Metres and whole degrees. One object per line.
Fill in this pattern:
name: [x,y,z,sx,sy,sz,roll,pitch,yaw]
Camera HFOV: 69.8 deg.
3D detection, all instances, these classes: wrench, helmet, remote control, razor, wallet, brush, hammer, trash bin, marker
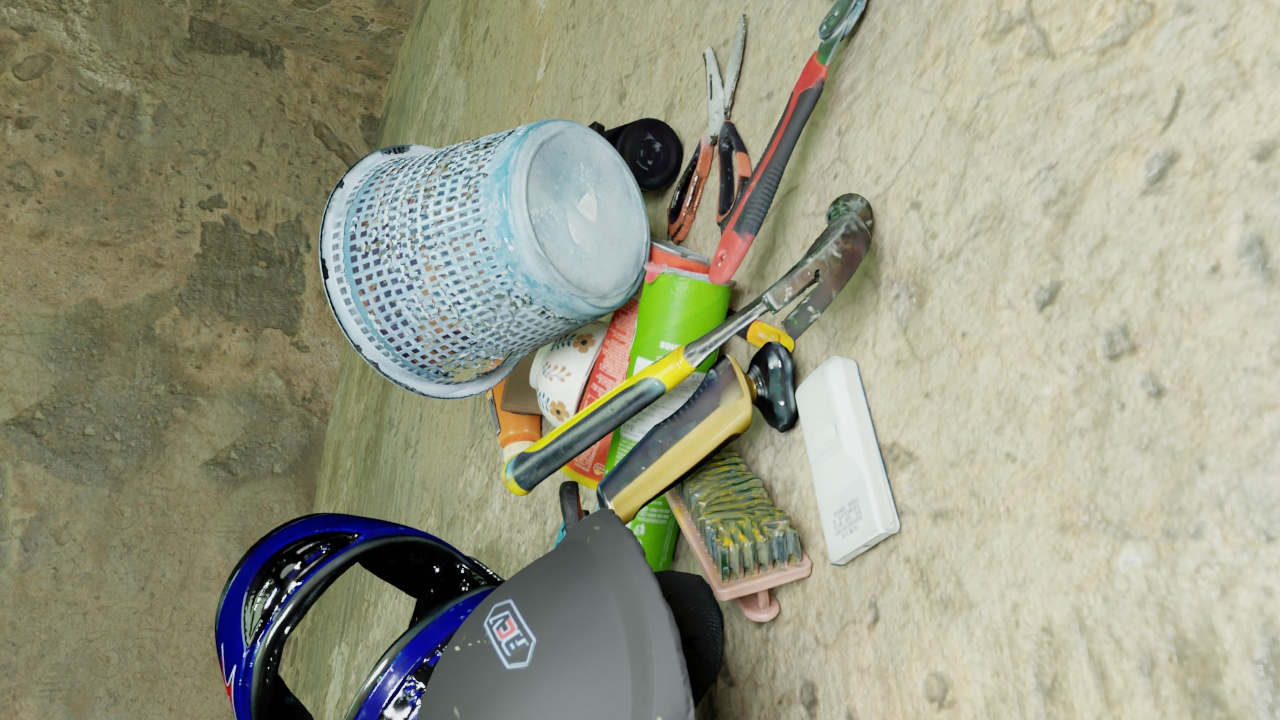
wrench: [0.107,-0.175,0.644,0.056,0.016,0.273,3,67,63]
helmet: [-0.018,0.227,0.517,0.233,0.230,0.275,40,152,63]
remote control: [0.120,0.057,0.553,0.049,0.024,0.124,-51,36,44]
razor: [0.039,0.052,0.603,0.067,0.167,0.062,49,161,9]
wallet: [-0.099,0.013,0.996,0.125,0.032,0.101,2,77,44]
brush: [0.057,0.108,0.624,0.145,0.063,0.073,-125,23,-60]
hammer: [0.017,0.008,0.616,0.324,0.032,0.125,-36,10,30]
helmet: [-0.171,0.276,0.739,0.241,0.316,0.246,11,48,40]
trash bin: [-0.108,-0.092,0.741,0.196,0.226,0.226,-12,66,41]
marker: [0.080,-0.025,0.691,0.018,0.015,0.124,-67,23,6]

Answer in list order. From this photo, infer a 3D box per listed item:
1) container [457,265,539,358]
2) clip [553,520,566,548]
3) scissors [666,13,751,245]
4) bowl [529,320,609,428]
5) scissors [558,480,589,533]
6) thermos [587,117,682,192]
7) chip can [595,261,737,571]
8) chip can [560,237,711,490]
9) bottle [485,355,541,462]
container: [-0.181,-0.062,1.175,0.090,0.090,0.111,34,111,64]
clip: [-0.075,0.180,0.914,0.038,0.013,0.055,27,101,64]
scissors: [0.065,-0.191,0.805,0.227,0.015,0.189,-67,26,20]
bowl: [-0.065,0.011,0.857,0.113,0.062,0.113,22,-91,-80]
scissors: [-0.048,0.202,0.764,0.220,0.022,0.229,-98,1,-64]
thermos: [-0.036,-0.219,0.969,0.243,0.068,0.090,19,92,65]
chip can: [0.014,0.045,0.709,0.072,0.072,0.236,25,104,65]
chip can: [-0.005,0.005,0.785,0.073,0.073,0.217,42,116,62]
bottle: [-0.142,0.068,1.061,0.067,0.066,0.149,-47,45,47]
